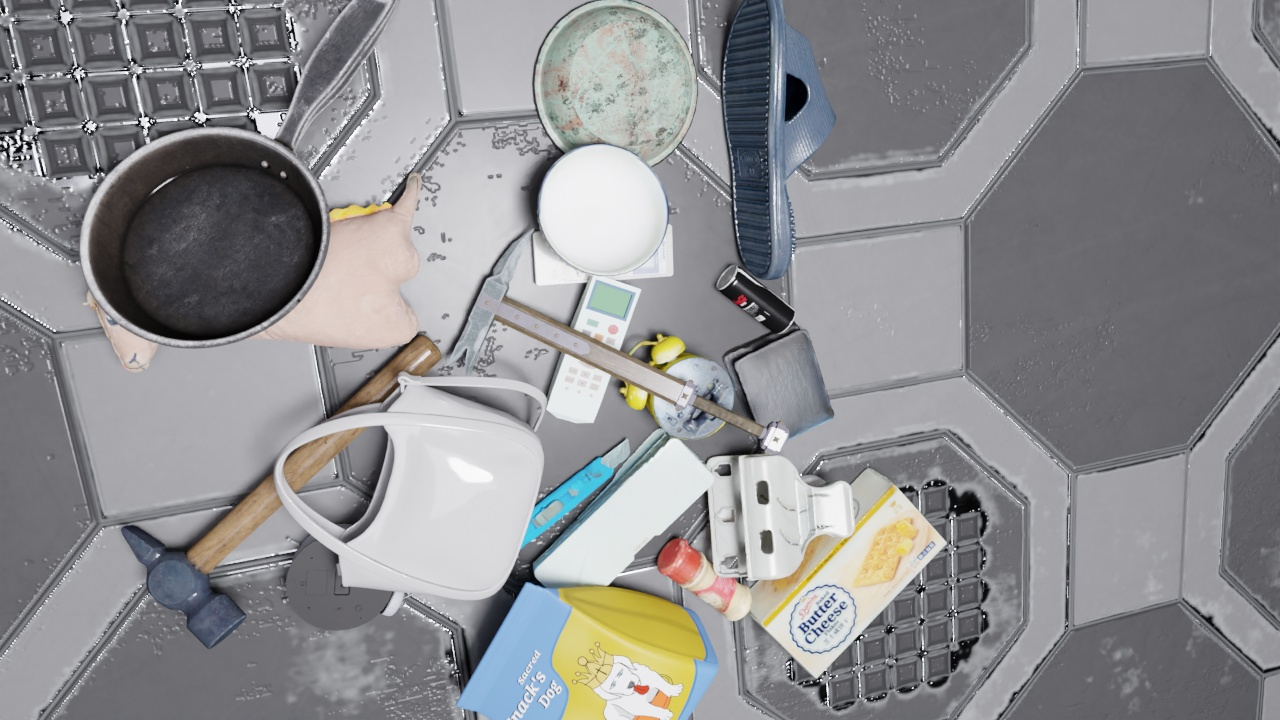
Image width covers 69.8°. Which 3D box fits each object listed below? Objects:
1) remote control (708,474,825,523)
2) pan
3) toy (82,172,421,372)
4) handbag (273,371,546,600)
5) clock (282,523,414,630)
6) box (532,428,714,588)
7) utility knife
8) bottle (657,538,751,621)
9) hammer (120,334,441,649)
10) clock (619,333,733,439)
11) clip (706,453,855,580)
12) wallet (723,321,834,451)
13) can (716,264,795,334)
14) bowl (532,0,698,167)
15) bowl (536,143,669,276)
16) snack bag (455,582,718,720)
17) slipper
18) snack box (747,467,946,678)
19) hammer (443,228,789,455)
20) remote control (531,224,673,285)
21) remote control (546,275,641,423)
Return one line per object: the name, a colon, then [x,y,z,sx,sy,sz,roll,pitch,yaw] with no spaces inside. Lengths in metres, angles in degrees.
remote control: [0.138,0.154,0.977,0.136,0.013,0.043,-12,105,-13]
pan: [-0.298,-0.167,0.745,0.187,0.055,0.356,30,73,4]
toy: [-0.319,-0.078,0.778,0.264,0.065,0.196,6,89,-10]
handbag: [-0.205,0.101,0.812,0.222,0.095,0.216,17,94,-24]
clock: [-0.268,0.201,0.858,0.122,0.035,0.094,4,100,-18]
box: [-0.019,0.159,0.915,0.199,0.066,0.083,-46,125,0]
utility knife: [-0.079,0.138,0.911,0.178,0.015,0.031,-39,114,-7]
bottle: [0.068,0.229,0.957,0.109,0.044,0.044,39,89,-20]
hammer: [-0.304,0.094,0.817,0.321,0.040,0.129,-44,89,-8]
clock: [0.035,0.026,0.896,0.118,0.057,0.083,34,91,-20]
clip: [0.145,0.155,0.923,0.152,0.096,0.126,-4,87,6]
wallet: [0.146,0.028,0.946,0.089,0.026,0.115,-26,108,-11]
can: [0.115,-0.061,0.914,0.080,0.031,0.031,35,90,-20]
bowl: [-0.016,-0.248,0.833,0.157,0.038,0.157,-3,102,-16]
bowl: [-0.039,-0.130,0.829,0.118,0.062,0.118,1,86,-15]
snack bag: [-0.053,0.301,0.888,0.205,0.102,0.159,23,107,-23]
slipper: [0.134,-0.209,0.861,0.082,0.101,0.264,-12,111,-21]
snack box: [0.219,0.228,0.993,0.208,0.057,0.104,-45,110,-4]
hammer: [-0.005,0.006,0.849,0.317,0.028,0.147,25,93,-2]
remote control: [-0.035,-0.101,0.873,0.135,0.011,0.050,-6,103,-15]
remote control: [-0.049,-0.010,0.882,0.049,0.024,0.143,17,98,-19]
